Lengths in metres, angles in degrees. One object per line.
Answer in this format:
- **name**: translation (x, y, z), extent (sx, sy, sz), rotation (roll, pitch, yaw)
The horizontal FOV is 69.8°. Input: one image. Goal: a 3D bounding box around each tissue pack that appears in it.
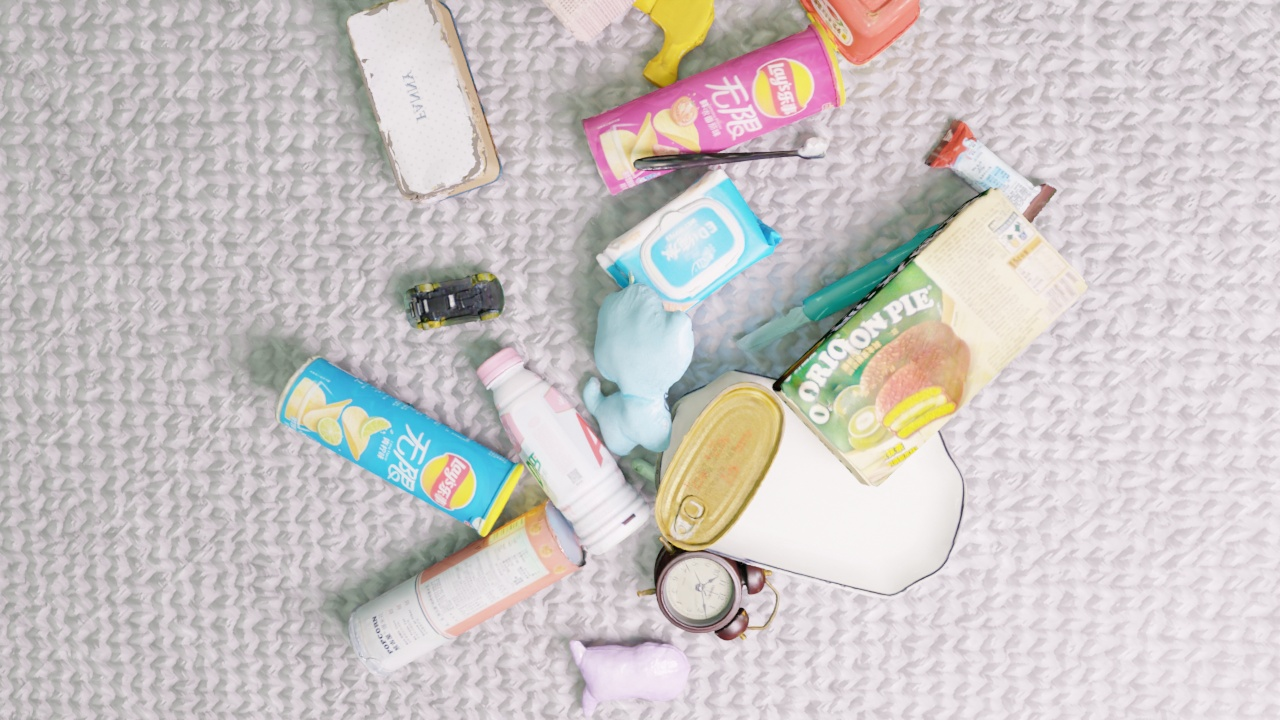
- **tissue pack**: translation (0.042, -0.094, 0.787), extent (0.140, 0.063, 0.090), rotation (-36, 92, 8)

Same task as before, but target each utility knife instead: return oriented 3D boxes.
- **utility knife**: translation (0.180, -0.062, 0.801), extent (0.216, 0.013, 0.029), rotation (-28, 94, 5)

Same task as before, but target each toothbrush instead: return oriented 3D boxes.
- **toothbrush**: translation (0.074, 0.140, 0.829), extent (0.189, 0.020, 0.029), rotation (31, 118, 4)
- **toothbrush**: translation (0.078, -0.170, 0.760), extent (0.180, 0.018, 0.015), rotation (-10, 62, -20)

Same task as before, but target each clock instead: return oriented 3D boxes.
- **clock**: translation (0.064, 0.202, 0.818), extent (0.122, 0.055, 0.082), rotation (21, 97, 2)

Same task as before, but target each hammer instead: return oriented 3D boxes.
- **hammer**: translation (-0.071, -0.357, 0.789), extent (0.301, 0.033, 0.129), rotation (29, 97, 2)

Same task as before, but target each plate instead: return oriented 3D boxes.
- **plate**: translation (0.145, 0.106, 0.801), extent (0.266, 0.034, 0.162), rotation (14, 86, 4)

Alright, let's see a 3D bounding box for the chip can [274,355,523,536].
- **chip can**: translation (-0.212, 0.075, 0.812), extent (0.210, 0.071, 0.071), rotation (28, 97, 0)

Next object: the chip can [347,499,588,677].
- **chip can**: translation (-0.156, 0.206, 0.833), extent (0.215, 0.071, 0.071), rotation (-30, 92, 8)

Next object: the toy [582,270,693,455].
- **toy**: translation (-0.005, 0.005, 0.777), extent (0.162, 0.049, 0.156), rotation (-10, 100, 49)

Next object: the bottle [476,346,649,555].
- **bottle**: translation (-0.073, 0.077, 0.816), extent (0.068, 0.068, 0.197), rotation (-37, 88, 8)

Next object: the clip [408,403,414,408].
- **clip**: translation (-0.213, 0.068, 0.855), extent (0.042, 0.014, 0.056), rotation (-19, 93, 6)

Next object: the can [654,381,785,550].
- **can**: translation (0.066, 0.087, 0.765), extent (0.074, 0.049, 0.148), rotation (30, 87, 6)

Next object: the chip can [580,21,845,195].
- **chip can**: translation (0.059, -0.209, 0.770), extent (0.211, 0.071, 0.071), rotation (-20, 93, 8)

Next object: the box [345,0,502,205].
- **box**: translation (-0.190, -0.233, 0.801), extent (0.090, 0.061, 0.184), rotation (-15, 92, 6)

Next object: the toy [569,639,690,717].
- **toy**: translation (-0.007, 0.290, 0.843), extent (0.108, 0.039, 0.084), rotation (-6, 109, 2)

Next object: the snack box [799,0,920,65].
- **snack box**: translation (0.181, -0.301, 0.745), extent (0.082, 0.080, 0.091), rotation (-39, 90, 7)

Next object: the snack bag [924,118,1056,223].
- **snack bag**: translation (0.294, -0.156, 0.774), extent (0.104, 0.026, 0.048), rotation (35, 104, 1)

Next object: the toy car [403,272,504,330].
- **toy car**: translation (-0.166, -0.053, 0.826), extent (0.091, 0.036, 0.043), rotation (-9, 93, 8)

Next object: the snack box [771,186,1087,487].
- **snack box**: translation (0.233, -0.018, 0.752), extent (0.240, 0.063, 0.114), rotation (-44, 89, -1)

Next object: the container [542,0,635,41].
- **container**: translation (-0.036, -0.324, 0.730), extent (0.111, 0.090, 0.090), rotation (-41, 91, 12)
